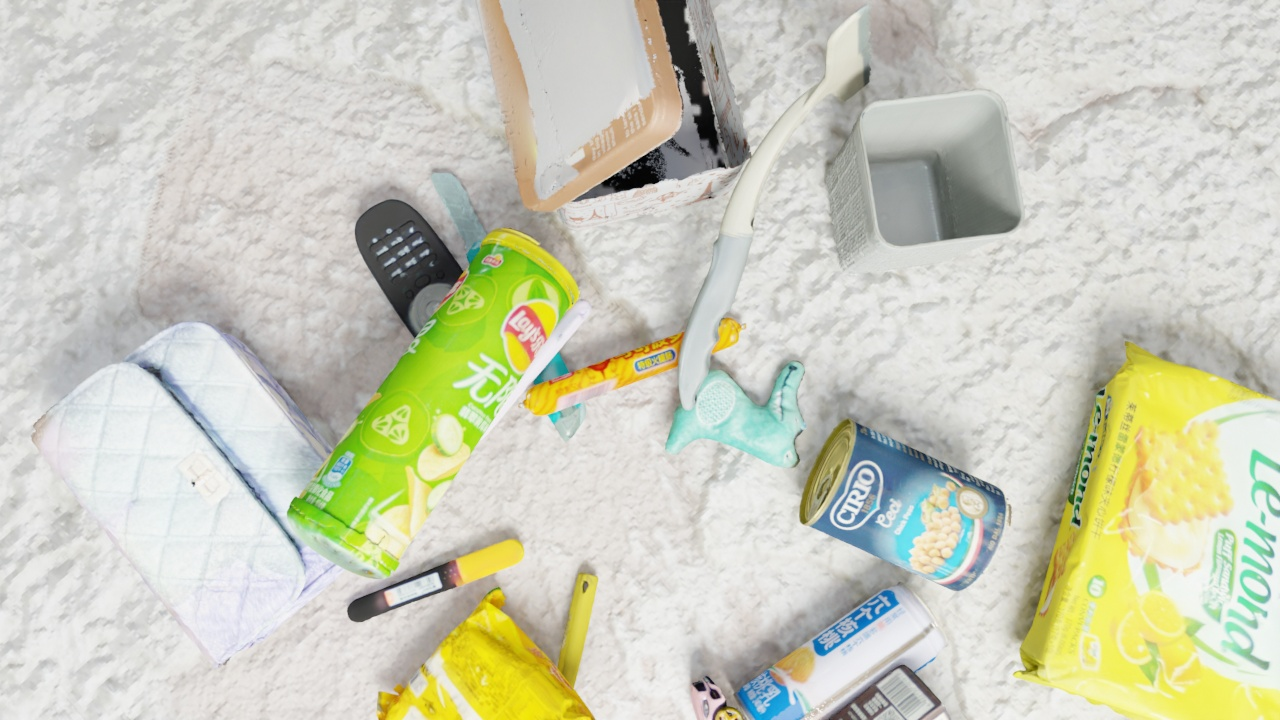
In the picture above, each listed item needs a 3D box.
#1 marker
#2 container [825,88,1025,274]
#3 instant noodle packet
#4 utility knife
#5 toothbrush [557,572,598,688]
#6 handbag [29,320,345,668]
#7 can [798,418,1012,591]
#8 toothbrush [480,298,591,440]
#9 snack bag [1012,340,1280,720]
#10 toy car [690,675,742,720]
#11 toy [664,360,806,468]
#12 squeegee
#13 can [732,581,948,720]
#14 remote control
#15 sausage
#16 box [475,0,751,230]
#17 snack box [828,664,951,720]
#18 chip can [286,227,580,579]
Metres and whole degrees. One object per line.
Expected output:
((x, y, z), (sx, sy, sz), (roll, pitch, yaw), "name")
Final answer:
((-0.136, 0.146, 0.609), (0.124, 0.015, 0.018), (-21, 84, -1), "marker")
((0.174, -0.107, 0.593), (0.090, 0.114, 0.090), (-7, 85, -3), "container")
((-0.094, 0.221, 0.568), (0.110, 0.044, 0.128), (-45, 57, -7), "instant noodle packet")
((-0.091, -0.040, 0.628), (0.029, 0.013, 0.207), (-29, 86, -6), "utility knife")
((-0.055, 0.229, 0.581), (0.016, 0.017, 0.189), (10, 71, 7), "toothbrush")
((-0.271, 0.077, 0.580), (0.134, 0.075, 0.194), (-41, 86, -7), "handbag")
((0.169, 0.094, 0.593), (0.111, 0.075, 0.075), (24, 84, 0), "can")
((-0.097, 0.032, 0.610), (0.189, 0.021, 0.029), (-48, 126, -1), "toothbrush")
((0.350, 0.124, 0.599), (0.158, 0.068, 0.246), (20, 84, 1), "snack bag")
((0.061, 0.262, 0.583), (0.037, 0.056, 0.122), (-25, 85, -11), "toy car")
((0.072, 0.036, 0.620), (0.092, 0.030, 0.096), (26, 77, -4), "toy")
((0.068, -0.083, 0.570), (0.039, 0.246, 0.247), (27, 105, 8), "squeegee")
((0.129, 0.201, 0.592), (0.134, 0.053, 0.053), (-33, 86, -5), "can")
((-0.143, -0.047, 0.622), (0.053, 0.024, 0.136), (-34, 88, -8), "remote control")
((-0.004, 0.004, 0.617), (0.165, 0.021, 0.021), (-20, 85, -10), "sausage")
((-0.021, -0.194, 0.563), (0.153, 0.178, 0.182), (-14, 85, -5), "box")
((0.146, 0.270, 0.562), (0.125, 0.053, 0.113), (-34, 117, -5), "snack box")
((-0.122, 0.024, 0.555), (0.072, 0.073, 0.220), (31, 70, 1), "chip can")
